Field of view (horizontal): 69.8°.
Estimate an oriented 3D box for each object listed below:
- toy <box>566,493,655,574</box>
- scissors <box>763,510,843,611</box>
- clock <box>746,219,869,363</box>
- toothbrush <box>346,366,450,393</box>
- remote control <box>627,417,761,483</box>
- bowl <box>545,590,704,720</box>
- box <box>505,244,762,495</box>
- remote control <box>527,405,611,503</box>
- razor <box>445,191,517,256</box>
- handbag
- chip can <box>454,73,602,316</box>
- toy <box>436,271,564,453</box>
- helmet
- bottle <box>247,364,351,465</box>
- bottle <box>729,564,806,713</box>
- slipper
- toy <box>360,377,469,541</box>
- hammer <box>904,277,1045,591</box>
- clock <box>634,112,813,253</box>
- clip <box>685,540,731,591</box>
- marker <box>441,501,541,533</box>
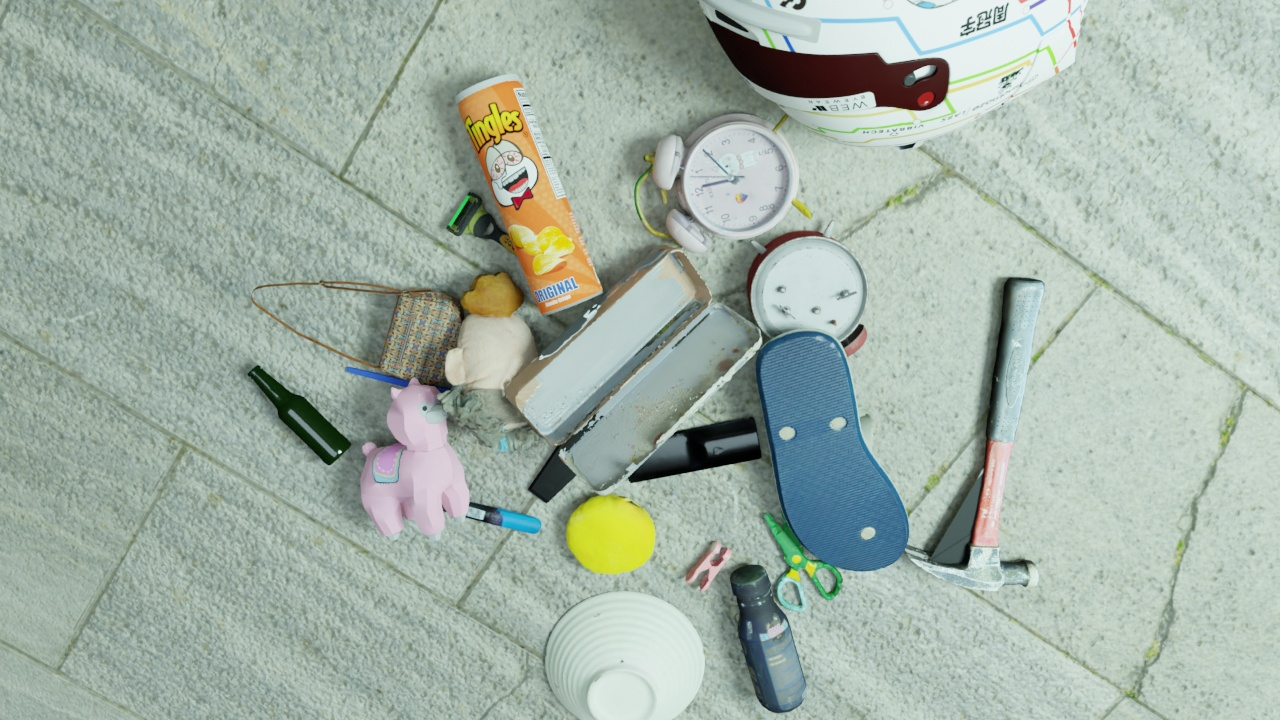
[{"bbox_3d":[-0.031,0.183,0.957,0.095,0.041,0.094,26,109,-6],"label":"toy"},{"bbox_3d":[0.156,0.213,0.977,0.078,0.013,0.132,-34,103,10],"label":"scissors"},{"bbox_3d":[0.163,-0.046,0.877,0.110,0.061,0.157,-14,105,5],"label":"clock"},{"bbox_3d":[-0.208,0.031,0.937,0.187,0.011,0.016,14,105,0],"label":"toothbrush"},{"bbox_3d":[0.052,0.093,0.941,0.140,0.021,0.045,-11,104,6],"label":"remote control"},{"bbox_3d":[-0.018,0.344,0.986,0.177,0.070,0.177,0,105,1],"label":"bowl"},{"bbox_3d":[-0.003,0.006,0.844,0.217,0.094,0.121,-44,116,-10],"label":"box"},{"bbox_3d":[-0.070,0.098,0.950,0.039,0.010,0.125,38,104,-9],"label":"remote control"},{"bbox_3d":[-0.115,-0.106,0.888,0.144,0.021,0.044,33,91,-7],"label":"razor"},{"bbox_3d":[-0.270,-0.039,0.881,0.195,0.043,0.094,14,113,-20],"label":"handbag"},{"bbox_3d":[-0.101,-0.150,0.844,0.062,0.062,0.210,-20,98,7],"label":"chip can"},{"bbox_3d":[-0.140,0.002,0.884,0.076,0.132,0.176,-5,86,40],"label":"toy"},{"bbox_3d":[0.192,-0.284,0.723,0.314,0.230,0.236,-14,140,-1],"label":"helmet"},{"bbox_3d":[-0.349,0.053,0.934,0.033,0.033,0.123,-41,100,11],"label":"bottle"},{"bbox_3d":[0.134,0.295,0.976,0.056,0.056,0.161,-16,105,6],"label":"bottle"},{"bbox_3d":[0.184,0.091,0.915,0.118,0.060,0.295,-18,115,8],"label":"slipper"},{"bbox_3d":[-0.227,0.098,0.909,0.123,0.067,0.157,-5,105,30],"label":"toy"},{"bbox_3d":[0.352,0.079,0.922,0.140,0.036,0.326,3,105,-1],"label":"hammer"},{"bbox_3d":[0.072,-0.163,0.849,0.158,0.058,0.117,-14,104,6],"label":"clock"},{"bbox_3d":[0.067,0.215,0.975,0.039,0.022,0.059,39,97,-6],"label":"clip"},{"bbox_3d":[-0.165,0.161,0.969,0.123,0.015,0.018,13,102,0],"label":"marker"}]
